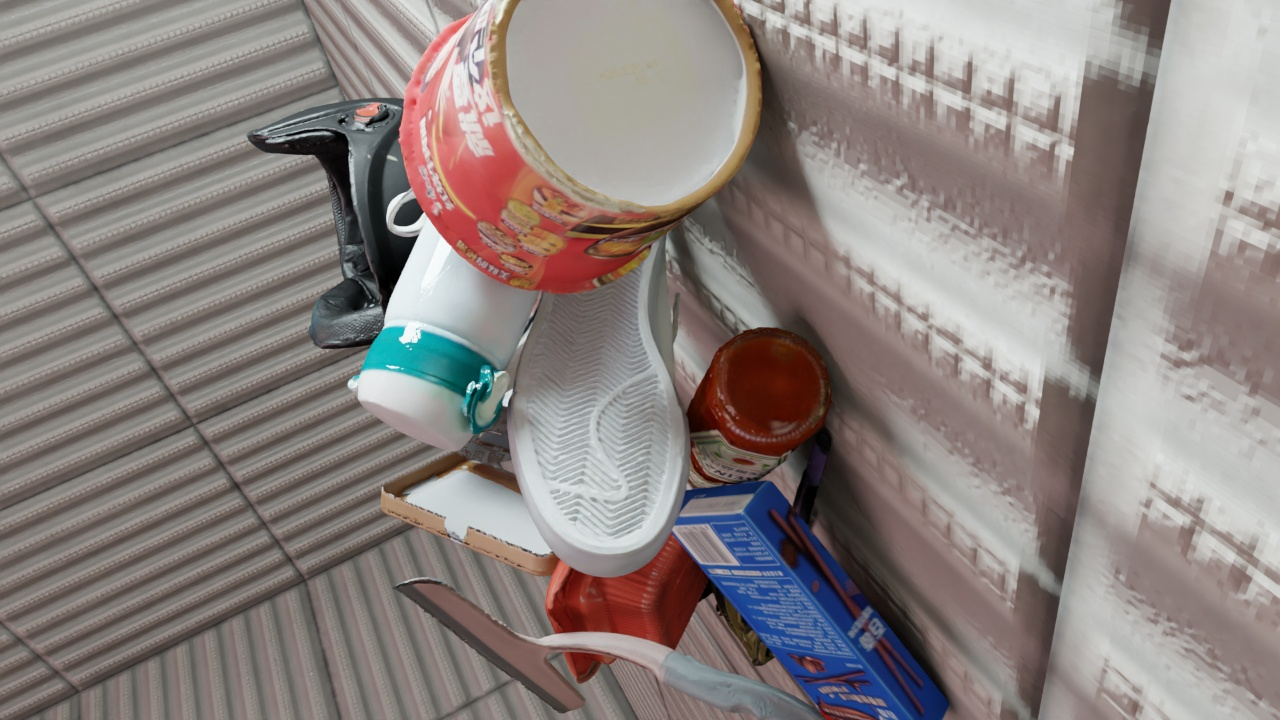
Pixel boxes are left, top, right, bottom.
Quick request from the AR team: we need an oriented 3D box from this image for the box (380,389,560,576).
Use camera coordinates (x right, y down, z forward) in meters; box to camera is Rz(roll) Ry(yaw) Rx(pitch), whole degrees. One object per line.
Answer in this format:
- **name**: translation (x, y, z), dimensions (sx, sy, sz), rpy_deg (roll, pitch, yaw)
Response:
- **box**: translation (-0.114, 0.087, 0.780), dimensions (0.183, 0.180, 0.154), rpy_deg (11, 146, 24)

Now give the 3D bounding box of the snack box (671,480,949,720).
- **snack box**: translation (0.084, 0.131, 0.485), dimensions (0.157, 0.026, 0.085), rpy_deg (51, 153, -9)

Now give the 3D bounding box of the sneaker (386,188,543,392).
- **sneaker**: translation (-0.093, -0.091, 0.571), dimensions (0.088, 0.118, 0.240), rpy_deg (79, -164, -55)

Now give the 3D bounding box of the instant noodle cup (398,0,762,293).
- **instant noodle cup**: translation (-0.024, -0.103, 0.381), dimensions (0.138, 0.137, 0.109), rpy_deg (66, 159, -6)

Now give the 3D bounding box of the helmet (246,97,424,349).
- **helmet**: translation (-0.238, -0.141, 0.900), dimensions (0.275, 0.229, 0.234), rpy_deg (38, 143, 53)

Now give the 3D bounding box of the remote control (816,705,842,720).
- **remote control**: translation (0.141, 0.226, 0.580), dimensions (0.056, 0.020, 0.136), rpy_deg (59, 166, 24)

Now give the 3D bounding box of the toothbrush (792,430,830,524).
- **toothbrush**: translation (0.094, 0.089, 0.533), dimensions (0.014, 0.016, 0.189), rpy_deg (44, 156, 26)

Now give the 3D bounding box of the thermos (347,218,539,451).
- **thermos**: translation (-0.071, -0.065, 0.459), dimensions (0.073, 0.223, 0.073), rpy_deg (16, 160, 6)

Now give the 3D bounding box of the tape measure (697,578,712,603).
- **tape measure**: translation (0.039, 0.191, 0.826), dimensions (0.057, 0.039, 0.058), rpy_deg (45, 157, 44)

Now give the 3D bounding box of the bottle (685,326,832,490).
- **bottle**: translation (0.050, 0.042, 0.504), dimensions (0.059, 0.059, 0.206), rpy_deg (61, 166, 14)

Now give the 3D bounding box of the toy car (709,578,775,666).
- **toy car**: translation (0.076, 0.162, 0.670), dimensions (0.070, 0.042, 0.158), rpy_deg (50, 158, 45)

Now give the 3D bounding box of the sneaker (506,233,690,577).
- **sneaker**: translation (-0.021, 0.011, 0.495), dimensions (0.091, 0.089, 0.241), rpy_deg (95, 177, -52)

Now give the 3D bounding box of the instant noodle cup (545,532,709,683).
- **instant noodle cup**: translation (0.005, 0.147, 0.694), dimensions (0.079, 0.188, 0.165), rpy_deg (18, 146, 22)

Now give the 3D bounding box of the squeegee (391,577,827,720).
- **squeegee**: translation (0.010, 0.200, 0.584), dimensions (0.250, 0.040, 0.248), rpy_deg (5, 146, 27)
